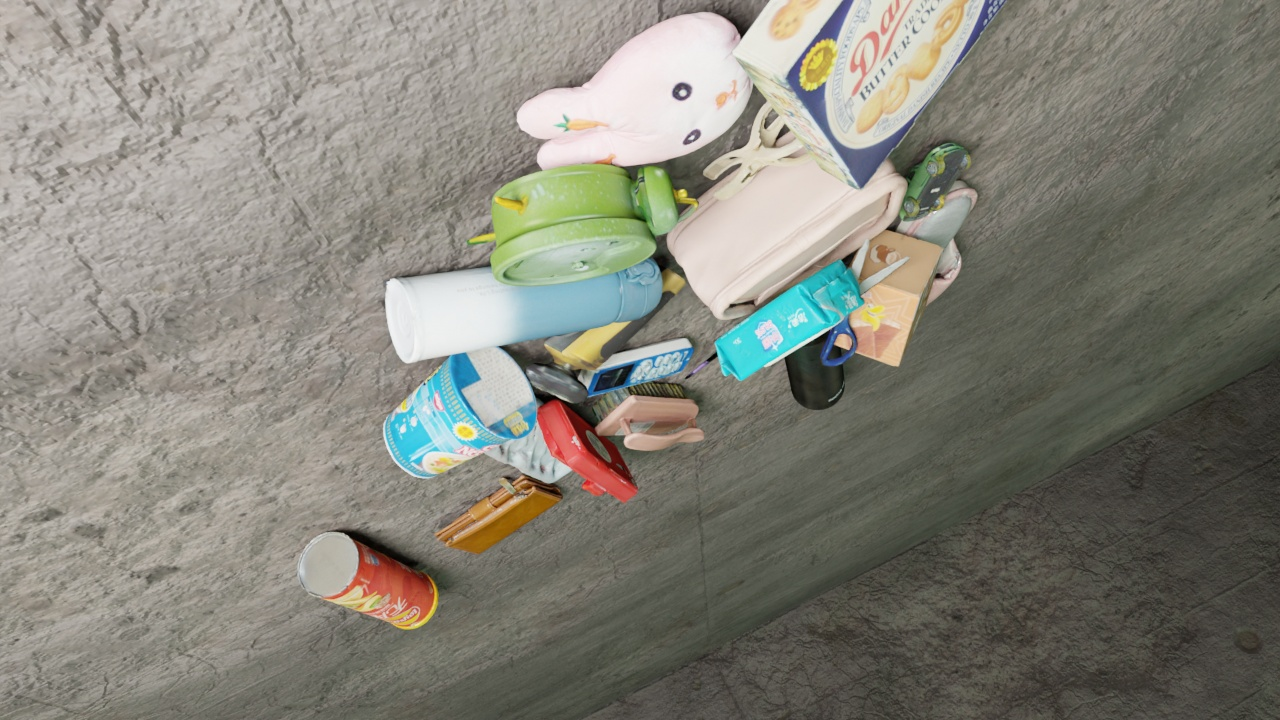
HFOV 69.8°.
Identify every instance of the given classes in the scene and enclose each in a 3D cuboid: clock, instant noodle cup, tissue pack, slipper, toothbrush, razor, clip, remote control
[{"bbox_3d":[-0.035,-0.096,0.651,0.161,0.056,0.116,-8,173,-23],"label":"clock"},{"bbox_3d":[-0.162,0.048,0.799,0.110,0.099,0.099,-33,155,28],"label":"instant noodle cup"},{"bbox_3d":[0.136,-0.034,0.845,0.134,0.050,0.093,-36,176,41],"label":"tissue pack"},{"bbox_3d":[0.302,-0.091,1.034,0.114,0.054,0.275,-17,151,-23],"label":"slipper"},{"bbox_3d":[0.102,-0.020,0.978,0.014,0.016,0.190,-26,170,-42],"label":"toothbrush"},{"bbox_3d":[-0.029,-0.024,0.830,0.167,0.067,0.062,-40,154,9],"label":"razor"},{"bbox_3d":[0.095,-0.178,0.723,0.104,0.086,0.034,-12,168,36],"label":"clip"},{"bbox_3d":[-0.006,0.006,0.941,0.124,0.024,0.049,-14,150,-29],"label":"remote control"}]

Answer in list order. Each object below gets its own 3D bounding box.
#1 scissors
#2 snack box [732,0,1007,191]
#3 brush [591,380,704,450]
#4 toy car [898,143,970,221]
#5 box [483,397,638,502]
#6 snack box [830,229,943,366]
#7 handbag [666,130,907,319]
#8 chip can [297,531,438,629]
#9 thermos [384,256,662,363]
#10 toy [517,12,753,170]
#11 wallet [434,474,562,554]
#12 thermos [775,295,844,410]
[{"bbox_3d":[0.194,-0.048,0.898,0.163,0.012,0.163,-16,134,24],"label":"scissors"},{"bbox_3d":[0.164,-0.227,0.613,0.178,0.046,0.182,-53,149,8],"label":"snack box"},{"bbox_3d":[0.016,0.064,1.013,0.063,0.073,0.145,-44,152,26],"label":"brush"},{"bbox_3d":[0.279,-0.173,0.886,0.043,0.036,0.091,-13,151,-26],"label":"toy car"},{"bbox_3d":[-0.083,0.112,0.976,0.100,0.095,0.201,-34,155,4],"label":"box"},{"bbox_3d":[0.250,-0.066,0.940,0.092,0.077,0.094,-52,155,-40],"label":"snack box"},{"bbox_3d":[0.148,-0.112,0.834,0.194,0.093,0.234,-35,162,17],"label":"handbag"},{"bbox_3d":[-0.304,0.253,1.042,0.073,0.073,0.217,-28,153,-1],"label":"chip can"},{"bbox_3d":[-0.085,-0.049,0.724,0.220,0.070,0.070,-12,149,-30],"label":"thermos"},{"bbox_3d":[0.001,-0.169,0.611,0.159,0.054,0.121,-22,157,4],"label":"toy"},{"bbox_3d":[-0.168,0.185,1.091,0.131,0.035,0.119,-33,153,6],"label":"wallet"},{"bbox_3d":[0.186,-0.009,1.050,0.090,0.068,0.242,-42,153,-4],"label":"thermos"}]
